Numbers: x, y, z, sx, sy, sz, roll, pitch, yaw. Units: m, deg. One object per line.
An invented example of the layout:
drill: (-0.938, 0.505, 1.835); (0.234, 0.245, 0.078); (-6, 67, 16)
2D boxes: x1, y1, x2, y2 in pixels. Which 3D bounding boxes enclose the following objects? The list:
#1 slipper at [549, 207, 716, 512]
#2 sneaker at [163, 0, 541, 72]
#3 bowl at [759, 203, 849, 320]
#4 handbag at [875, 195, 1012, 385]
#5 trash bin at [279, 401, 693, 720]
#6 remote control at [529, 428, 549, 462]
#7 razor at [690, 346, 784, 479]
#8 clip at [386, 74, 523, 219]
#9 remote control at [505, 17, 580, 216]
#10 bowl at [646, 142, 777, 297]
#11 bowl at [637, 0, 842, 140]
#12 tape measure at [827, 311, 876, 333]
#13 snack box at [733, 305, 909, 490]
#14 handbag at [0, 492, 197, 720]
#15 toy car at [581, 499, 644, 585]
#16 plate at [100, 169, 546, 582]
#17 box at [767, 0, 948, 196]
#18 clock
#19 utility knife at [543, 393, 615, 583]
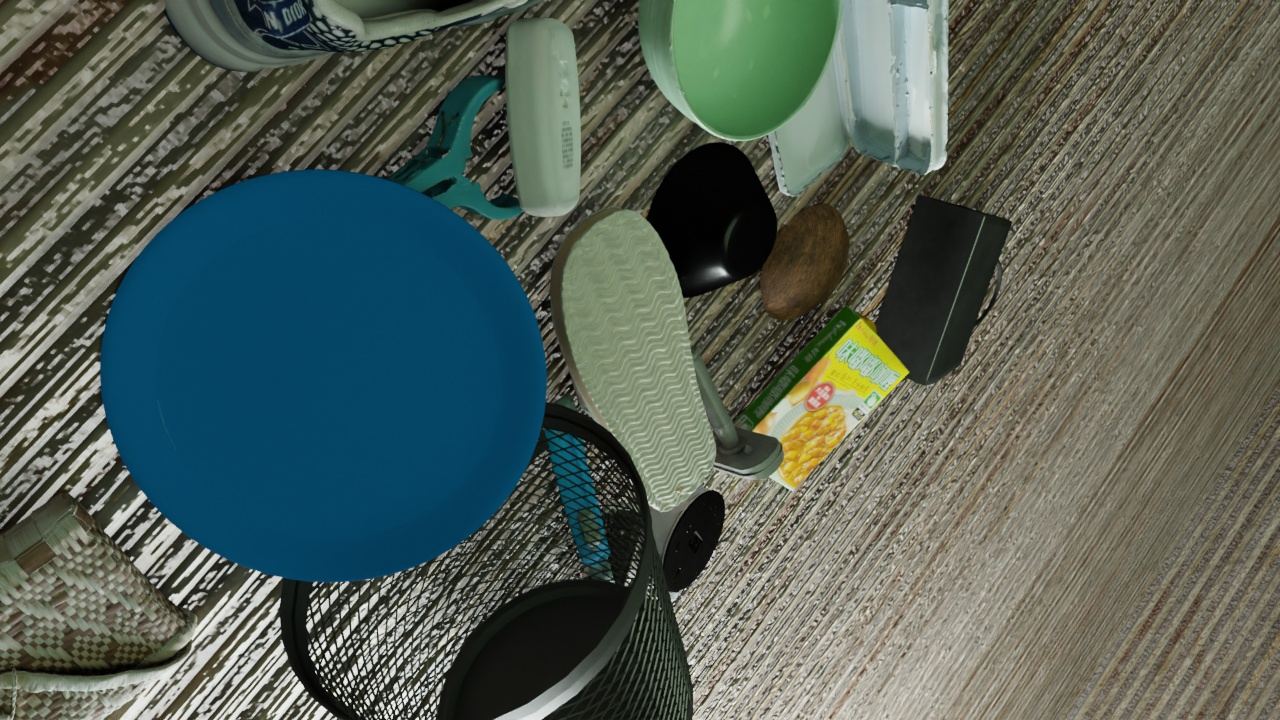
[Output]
slipper: (-0.004, 0.004, 0.689); (0.114, 0.052, 0.263); (-39, 131, -25)
sneaker: (-0.079, -0.202, 0.439); (0.268, 0.132, 0.103); (-31, 129, -30)
bowl: (0.154, -0.083, 0.813); (0.114, 0.026, 0.102); (-38, 134, -23)
handbag: (0.344, -0.074, 0.980); (0.195, 0.072, 0.176); (-5, 115, -47)
trash bin: (-0.077, 0.181, 0.602); (0.217, 0.218, 0.228); (-40, 139, -21)
remote control: (-0.097, 0.015, 0.632); (0.034, 0.013, 0.150); (-35, 133, -26)
razor: (0.062, 0.040, 0.770); (0.047, 0.088, 0.116); (-38, 115, -23)
clip: (-0.103, -0.105, 0.541); (0.122, 0.033, 0.120); (-64, 150, -12)
remote control: (-0.057, -0.143, 0.547); (0.060, 0.028, 0.114); (-46, 137, -65)
bowl: (0.067, -0.098, 0.699); (0.123, 0.052, 0.124); (-23, 126, -35)
bowl: (0.054, -0.225, 0.595); (0.150, 0.077, 0.151); (-21, 125, -33)
tape measure: (0.200, -0.019, 0.891); (0.058, 0.030, 0.068); (-40, 141, -20)
snack box: (0.167, 0.041, 0.868); (0.168, 0.027, 0.132); (-47, 139, 7)
handbag: (-0.333, 0.165, 0.460); (0.185, 0.047, 0.124); (-38, 133, -23)
toy car: (-0.028, 0.167, 0.767); (0.039, 0.039, 0.113); (12, 104, -17)
plate: (-0.164, 0.011, 0.493); (0.224, 0.024, 0.224); (-3, 105, -10)
box: (0.163, -0.219, 0.688); (0.129, 0.105, 0.211); (-40, 134, -17)
clock: (0.029, 0.162, 0.807); (0.122, 0.035, 0.094); (-57, 147, -17)
utility knife: (-0.040, 0.127, 0.721); (0.031, 0.015, 0.220); (-17, 115, -7)
